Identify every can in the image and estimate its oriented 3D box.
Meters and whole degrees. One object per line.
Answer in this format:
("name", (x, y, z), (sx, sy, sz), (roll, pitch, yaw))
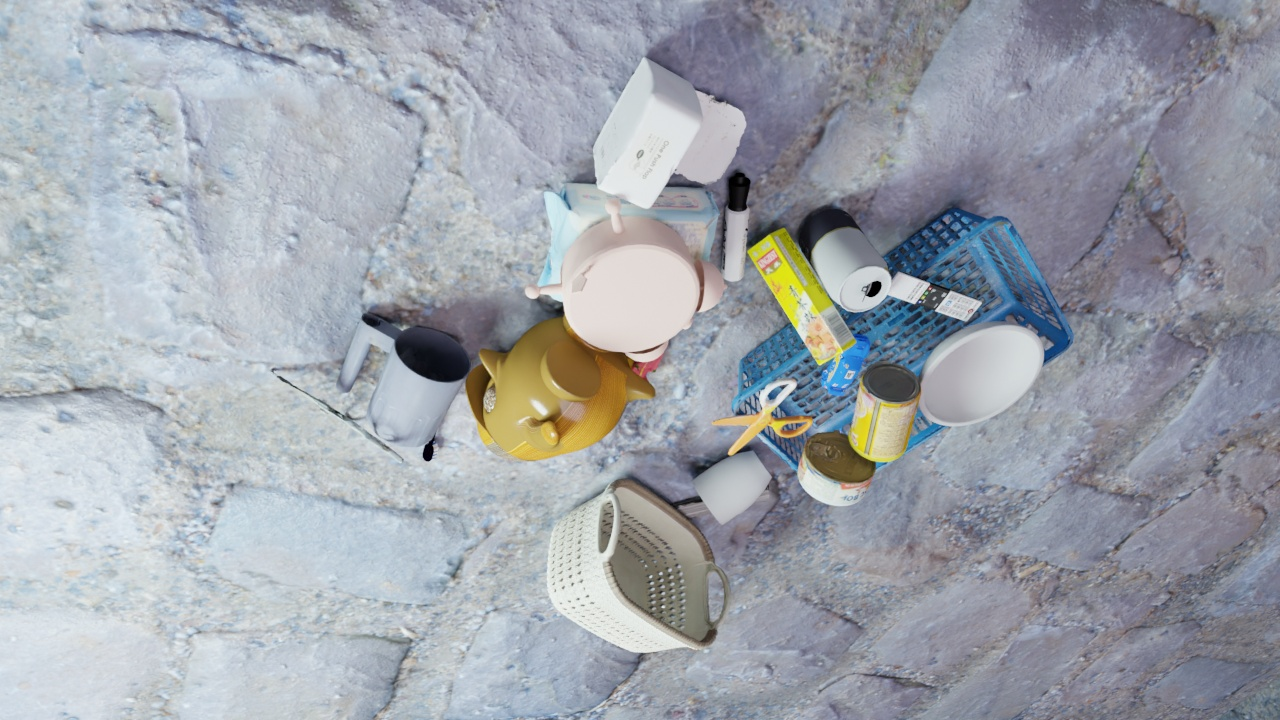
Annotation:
("can", (0.217, -0.103, 0.967), (0.064, 0.127, 0.064), (-9, 132, -10))
("can", (0.230, 0.126, 1.078), (0.086, 0.086, 0.043), (-3, 131, -15))
("can", (0.277, 0.059, 1.042), (0.067, 0.067, 0.105), (-10, 135, -8))

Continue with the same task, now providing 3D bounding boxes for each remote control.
("remote control", (0.312, -0.069, 0.982), (0.124, 0.011, 0.028), (14, 124, -27))
("remote control", (0.113, 0.195, 1.275), (0.136, 0.013, 0.033), (-12, 132, -3))

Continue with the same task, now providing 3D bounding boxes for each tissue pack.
("tissue pack", (-0.014, -0.118, 0.927), (0.181, 0.070, 0.112), (0, 130, -14))

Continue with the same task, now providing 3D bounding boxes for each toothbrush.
("toothbrush", (-0.227, 0.052, 1.046), (0.014, 0.014, 0.168), (-21, 142, -47))

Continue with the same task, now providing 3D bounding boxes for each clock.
("clock", (-0.007, -0.064, 0.878), (0.160, 0.086, 0.131), (26, 122, -39))

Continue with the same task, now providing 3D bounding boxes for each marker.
("marker", (0.101, -0.140, 0.970), (0.025, 0.025, 0.126), (-9, 132, -10))

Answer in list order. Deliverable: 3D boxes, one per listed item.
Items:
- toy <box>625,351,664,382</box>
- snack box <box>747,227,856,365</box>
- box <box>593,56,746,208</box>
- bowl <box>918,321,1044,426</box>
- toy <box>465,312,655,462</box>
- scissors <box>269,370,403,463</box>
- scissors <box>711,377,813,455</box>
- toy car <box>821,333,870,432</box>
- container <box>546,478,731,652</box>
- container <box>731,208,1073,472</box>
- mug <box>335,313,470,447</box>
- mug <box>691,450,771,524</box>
("toy", (-0.006, 0.006, 1.048), (0.084, 0.046, 0.104), (-12, 132, -48))
("snack box", (0.172, -0.068, 0.980), (0.028, 0.148, 0.040), (-28, 175, -39))
("box", (0.038, -0.199, 0.859), (0.136, 0.125, 0.109), (24, 121, -22))
("bowl", (0.379, 0.007, 1.047), (0.149, 0.043, 0.150), (-8, 131, -9))
("toy", (-0.107, 0.034, 0.988), (0.162, 0.198, 0.204), (38, 135, -18))
("scissors", (-0.317, 0.059, 0.967), (0.014, 0.173, 0.141), (-56, 163, -11))
("scissors", (0.142, 0.063, 1.047), (0.125, 0.011, 0.128), (-3, 130, -14))
("toy car", (0.229, 0.025, 1.004), (0.033, 0.061, 0.092), (8, 127, -23))
("container", (-0.007, 0.278, 1.203), (0.143, 0.184, 0.246), (-26, 131, 29))
("container", (0.303, -0.010, 1.101), (0.363, 0.089, 0.257), (-36, 130, 15))
("mug", (-0.256, 0.020, 0.976), (0.124, 0.083, 0.104), (28, 122, -7))
("mug", (0.132, 0.171, 1.225), (0.089, 0.071, 0.107), (-36, 140, 3))
